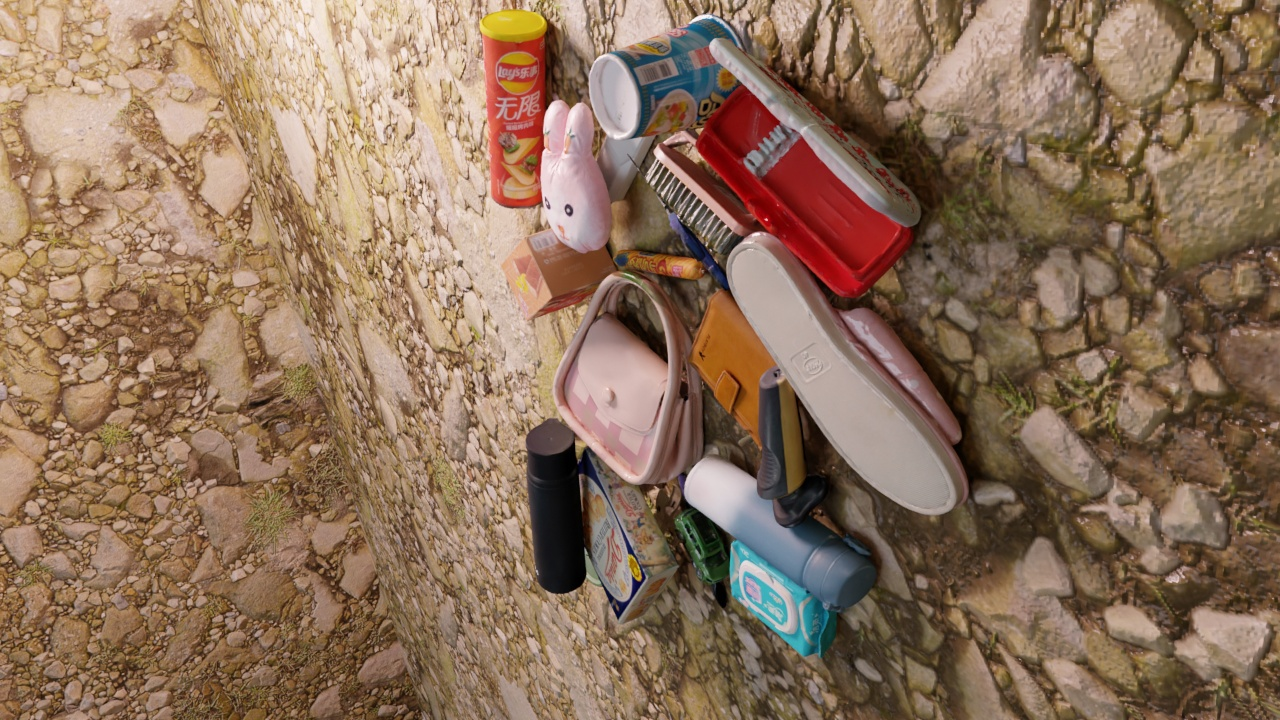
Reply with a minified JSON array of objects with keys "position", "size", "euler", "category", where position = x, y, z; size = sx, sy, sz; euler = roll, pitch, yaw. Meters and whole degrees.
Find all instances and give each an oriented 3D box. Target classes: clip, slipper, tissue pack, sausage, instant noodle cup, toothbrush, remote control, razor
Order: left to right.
[{"position":[-0.020,-0.215,0.942],"size":[0.049,0.024,0.125],"euler":[58,149,14],"category":"remote control"},{"position":[0.018,-0.102,0.962],"size":[0.165,0.021,0.021],"euler":[17,124,54],"category":"sausage"},{"position":[0.020,-0.232,0.774],"size":[0.099,0.109,0.099],"euler":[37,139,41],"category":"instant noodle cup"},{"position":[0.037,0.197,1.150],"size":[0.035,0.086,0.104],"euler":[44,116,39],"category":"clip"},{"position":[0.072,0.212,1.106],"size":[0.017,0.014,0.189],"euler":[8,118,71],"category":"toothbrush"},{"position":[0.150,0.238,0.954],"size":[0.133,0.050,0.093],"euler":[30,134,47],"category":"tissue pack"},{"position":[0.136,0.077,0.841],"size":[0.062,0.068,0.168],"euler":[-84,-14,-57],"category":"razor"},{"position":[0.171,0.005,0.747],"size":[0.274,0.054,0.114],"euler":[52,152,11],"category":"slipper"}]

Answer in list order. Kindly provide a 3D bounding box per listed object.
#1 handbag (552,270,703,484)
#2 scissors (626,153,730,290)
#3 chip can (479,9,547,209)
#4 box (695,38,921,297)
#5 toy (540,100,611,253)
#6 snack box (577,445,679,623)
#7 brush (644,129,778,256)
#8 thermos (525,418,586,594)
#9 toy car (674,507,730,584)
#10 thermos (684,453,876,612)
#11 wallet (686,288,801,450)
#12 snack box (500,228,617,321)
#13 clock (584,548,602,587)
[{"position":[-0.006,0.006,1.032],"size":[0.193,0.093,0.235],"euler":[42,136,36],"category":"handbag"},{"position":[0.034,-0.132,0.870],"size":[0.162,0.012,0.162],"euler":[51,-170,-7],"category":"scissors"},{"position":[-0.143,-0.282,1.050],"size":[0.073,0.073,0.217],"euler":[44,143,36],"category":"chip can"},{"position":[0.110,-0.144,0.691],"size":[0.095,0.100,0.201],"euler":[-49,61,21],"category":"box"},{"position":[-0.072,-0.192,0.970],"size":[0.121,0.054,0.159],"euler":[26,127,54],"category":"toy"},{"position":[-0.029,0.214,1.145],"size":[0.182,0.045,0.178],"euler":[62,155,24],"category":"snack box"},{"position":[0.062,-0.154,0.818],"size":[0.145,0.063,0.073],"euler":[50,118,31],"category":"brush"},{"position":[-0.104,0.182,1.163],"size":[0.089,0.068,0.243],"euler":[-81,-7,-54],"category":"thermos"},{"position":[0.075,0.215,1.071],"size":[0.091,0.043,0.036],"euler":[64,151,5],"category":"toy car"},{"position":[0.136,0.168,0.917],"size":[0.220,0.070,0.070],"euler":[31,135,46],"category":"thermos"},{"position":[0.102,0.013,0.899],"size":[0.130,0.035,0.119],"euler":[51,141,26],"category":"wallet"},{"position":[-0.096,-0.106,1.075],"size":[0.077,0.092,0.095],"euler":[65,151,4],"category":"snack box"},{"position":[-0.052,0.255,1.299],"size":[0.116,0.056,0.162],"euler":[64,151,3],"category":"clock"}]
